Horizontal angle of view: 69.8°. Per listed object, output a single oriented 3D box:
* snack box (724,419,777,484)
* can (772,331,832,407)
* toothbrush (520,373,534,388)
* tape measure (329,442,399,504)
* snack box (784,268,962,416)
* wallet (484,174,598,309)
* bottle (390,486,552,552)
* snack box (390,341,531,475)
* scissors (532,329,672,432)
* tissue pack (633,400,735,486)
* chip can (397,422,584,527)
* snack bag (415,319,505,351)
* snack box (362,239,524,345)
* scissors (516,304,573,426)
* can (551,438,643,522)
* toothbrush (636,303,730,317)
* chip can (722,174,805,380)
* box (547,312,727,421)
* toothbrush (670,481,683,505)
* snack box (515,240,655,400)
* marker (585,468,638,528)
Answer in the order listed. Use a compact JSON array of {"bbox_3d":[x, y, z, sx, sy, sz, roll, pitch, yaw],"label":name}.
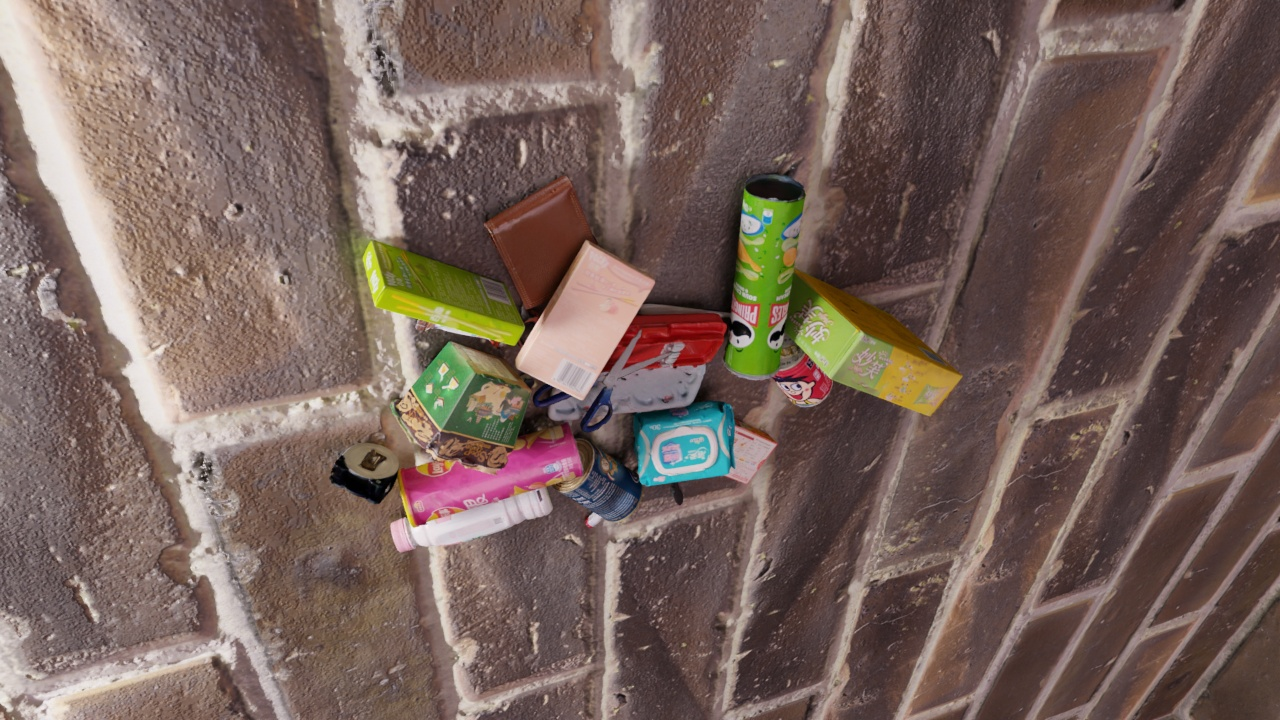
[{"bbox_3d":[0.115,0.118,1.272,0.155,0.027,0.077,25,106,-39],"label":"snack box"},{"bbox_3d":[0.206,0.011,1.205,0.066,0.066,0.094,-37,134,6],"label":"can"},{"bbox_3d":[-0.187,0.081,1.105,0.015,0.018,0.181,23,117,-44],"label":"toothbrush"},{"bbox_3d":[-0.309,0.125,1.042,0.066,0.065,0.034,25,119,0],"label":"tape measure"},{"bbox_3d":[0.279,-0.022,1.150,0.209,0.157,0.070,18,114,-36],"label":"snack box"},{"bbox_3d":[-0.099,-0.122,0.967,0.101,0.032,0.125,-28,135,-7],"label":"wallet"},{"bbox_3d":[-0.211,0.190,1.150,0.197,0.068,0.068,-18,133,-8],"label":"bottle"},{"bbox_3d":[-0.190,0.047,1.018,0.118,0.117,0.106,22,103,-41],"label":"snack box"},{"bbox_3d":[-0.045,0.029,1.062,0.162,0.012,0.175,-7,139,-17],"label":"scissors"},{"bbox_3d":[0.058,0.107,1.189,0.133,0.050,0.093,-9,108,-4],"label":"tissue pack"},{"bbox_3d":[-0.177,0.135,1.096,0.210,0.071,0.071,-16,133,-9],"label":"chip can"},{"bbox_3d":[-0.187,-0.042,0.992,0.104,0.026,0.048,16,107,-36],"label":"snack bag"},{"bbox_3d":[-0.197,-0.067,0.924,0.156,0.085,0.026,17,119,-37],"label":"snack box"},{"bbox_3d":[-0.076,-0.001,1.089,0.188,0.015,0.226,7,123,-31],"label":"scissors"},{"bbox_3d":[-0.058,0.156,1.189,0.075,0.075,0.111,-41,133,10],"label":"can"},{"bbox_3d":[0.073,-0.056,1.117,0.179,0.016,0.016,3,124,-28],"label":"toothbrush"},{"bbox_3d":[0.142,-0.093,1.068,0.072,0.072,0.236,-10,125,-19],"label":"chip can"},{"bbox_3d":[-0.007,0.007,1.098,0.200,0.039,0.158,-4,142,-24],"label":"box"},{"bbox_3d":[0.038,0.137,1.269,0.014,0.017,0.189,-28,132,-16],"label":"toothbrush"},{"bbox_3d":[-0.060,-0.042,0.987,0.084,0.026,0.157,28,103,-20],"label":"snack box"},{"bbox_3d":[-0.024,0.180,1.268,0.145,0.017,0.017,-46,133,14],"label":"marker"}]
